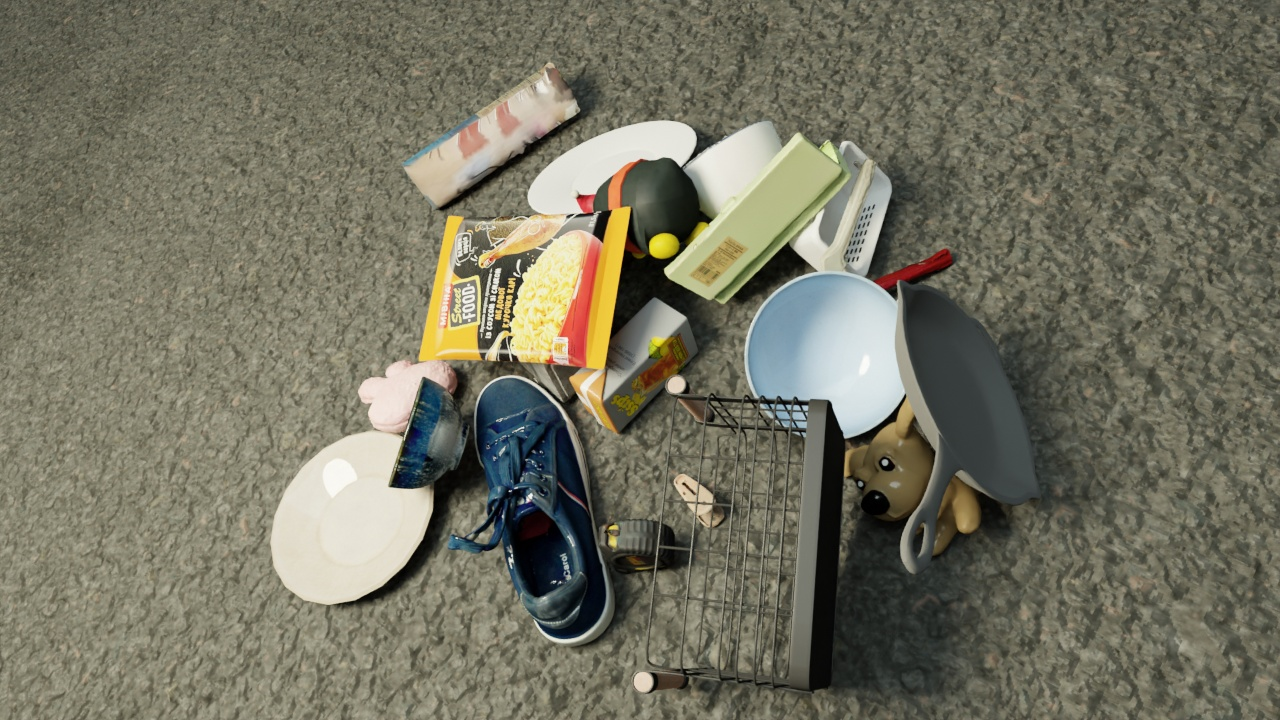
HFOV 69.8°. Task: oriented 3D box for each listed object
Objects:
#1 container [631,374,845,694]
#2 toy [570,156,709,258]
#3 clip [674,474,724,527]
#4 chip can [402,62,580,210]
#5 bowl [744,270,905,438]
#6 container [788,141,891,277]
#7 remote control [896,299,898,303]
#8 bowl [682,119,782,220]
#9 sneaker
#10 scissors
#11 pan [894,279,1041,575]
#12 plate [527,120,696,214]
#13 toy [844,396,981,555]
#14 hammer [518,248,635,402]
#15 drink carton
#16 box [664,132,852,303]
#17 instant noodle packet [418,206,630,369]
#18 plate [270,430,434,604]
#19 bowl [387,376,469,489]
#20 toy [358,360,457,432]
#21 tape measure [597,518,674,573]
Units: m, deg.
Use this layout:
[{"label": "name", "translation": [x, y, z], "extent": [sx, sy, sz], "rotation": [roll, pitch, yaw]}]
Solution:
[{"label": "container", "translation": [0.084, 0.144, 0.726], "extent": [0.130, 0.163, 0.241], "rotation": [2, 74, 18]}, {"label": "toy", "translation": [0.000, -0.154, 0.934], "extent": [0.119, 0.100, 0.097], "rotation": [1, 17, 39]}, {"label": "clip", "translation": [0.056, 0.132, 0.858], "extent": [0.024, 0.041, 0.060], "rotation": [-38, 35, -6]}, {"label": "chip can", "translation": [-0.187, -0.283, 1.162], "extent": [0.229, 0.080, 0.080], "rotation": [-36, 55, -3]}, {"label": "bowl", "translation": [0.170, -0.005, 0.848], "extent": [0.150, 0.074, 0.150], "rotation": [0, 92, 6]}, {"label": "container", "translation": [0.201, -0.148, 0.934], "extent": [0.050, 0.080, 0.129], "rotation": [-12, 50, 53]}, {"label": "remote control", "translation": [0.270, -0.009, 0.865], "extent": [0.043, 0.013, 0.136], "rotation": [-11, 57, 14]}, {"label": "bowl", "translation": [0.102, -0.193, 0.963], "extent": [0.116, 0.116, 0.065], "rotation": [-30, 88, 0]}, {"label": "sneaker", "translation": [-0.114, 0.118, 0.863], "extent": [0.121, 0.127, 0.294], "rotation": [-25, 53, 3]}, {"label": "scissors", "translation": [0.208, -0.100, 0.882], "extent": [0.198, 0.179, 0.015], "rotation": [-17, 23, -9]}, {"label": "pan", "translation": [0.236, 0.056, 0.705], "extent": [0.024, 0.216, 0.353], "rotation": [-30, 8, 36]}, {"label": "plate", "translation": [-0.033, -0.222, 1.072], "extent": [0.209, 0.015, 0.208], "rotation": [-16, 35, 11]}, {"label": "toy", "translation": [0.231, 0.102, 0.771], "extent": [0.108, 0.134, 0.105], "rotation": [38, 53, 7]}, {"label": "hammer", "translation": [-0.031, -0.116, 1.009], "extent": [0.325, 0.079, 0.177], "rotation": [-41, 55, -14]}, {"label": "drink carton", "translation": [-0.005, 0.005, 0.923], "extent": [0.124, 0.076, 0.048], "rotation": [-45, 56, -15]}, {"label": "box", "translation": [0.121, -0.134, 0.900], "extent": [0.188, 0.130, 0.064], "rotation": [-45, 74, 24]}, {"label": "instant noodle packet", "translation": [-0.120, -0.073, 0.915], "extent": [0.221, 0.032, 0.159], "rotation": [2, 76, 27]}, {"label": "plate", "translation": [-0.296, 0.164, 0.958], "extent": [0.189, 0.027, 0.188], "rotation": [-9, 58, 15]}, {"label": "bowl", "translation": [-0.205, 0.078, 0.909], "extent": [0.060, 0.115, 0.114], "rotation": [17, 61, -12]}, {"label": "toy", "translation": [-0.260, 0.033, 1.007], "extent": [0.105, 0.053, 0.108], "rotation": [23, 51, 41]}, {"label": "tape measure", "translation": [-0.001, 0.164, 0.826], "extent": [0.063, 0.067, 0.038], "rotation": [-6, 58, 17]}]
